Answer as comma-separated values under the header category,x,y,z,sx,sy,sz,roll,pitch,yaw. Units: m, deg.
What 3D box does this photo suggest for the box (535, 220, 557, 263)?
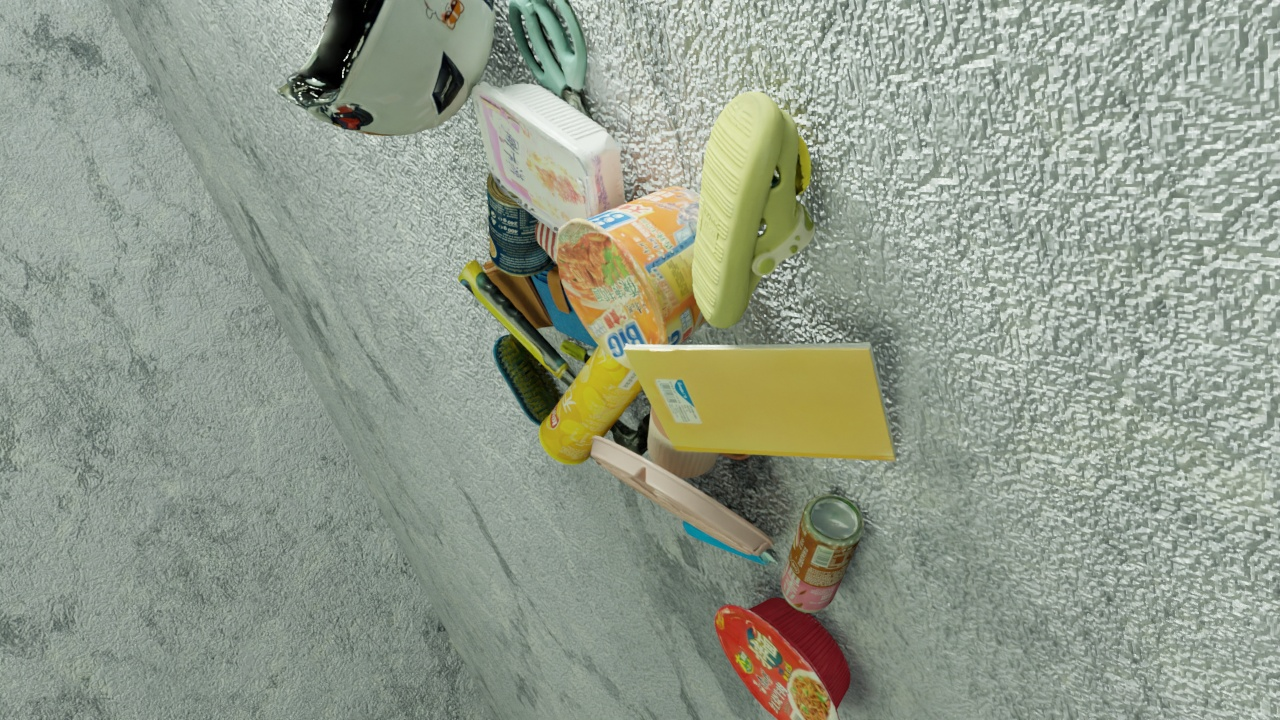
category,x,y,z,sx,sy,sz,roll,pitch,yaw
box,-0.034,-0.096,0.952,0.163,0.076,0.087,46,180,25

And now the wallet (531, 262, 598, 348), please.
category,x,y,z,sx,sy,sz,roll,pitch,yaw
wallet,-0.074,-0.063,1.075,0.133,0.040,0.106,23,142,48

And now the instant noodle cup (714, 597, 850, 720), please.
category,x,y,z,sx,sy,sz,roll,pitch,yaw
instant noodle cup,0.176,0.350,1.073,0.194,0.065,0.194,41,149,31

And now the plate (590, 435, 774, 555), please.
category,x,y,z,sx,sy,sz,roll,pitch,yaw
plate,0.040,0.152,1.007,0.229,0.028,0.229,30,171,5

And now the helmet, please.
category,x,y,z,sx,sy,sz,roll,pitch,yaw
helmet,-0.227,-0.315,0.900,0.156,0.230,0.274,22,172,-36

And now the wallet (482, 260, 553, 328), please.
category,x,y,z,sx,sy,sz,roll,pitch,yaw
wallet,-0.158,-0.088,1.193,0.132,0.031,0.108,-5,117,60

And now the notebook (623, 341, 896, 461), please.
category,x,y,z,sx,sy,sz,roll,pitch,yaw
notebook,0.102,0.036,0.775,0.207,0.010,0.146,0,138,26

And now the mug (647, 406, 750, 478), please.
category,x,y,z,sx,sy,sz,roll,pitch,yaw
mug,0.065,0.069,0.952,0.114,0.081,0.106,19,146,7

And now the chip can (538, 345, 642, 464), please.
category,x,y,z,sx,sy,sz,roll,pitch,yaw
chip can,-0.045,0.037,1.032,0.072,0.071,0.214,51,137,12

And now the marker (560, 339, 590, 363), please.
category,x,y,z,sx,sy,sz,roll,pitch,yaw
marker,-0.059,0.003,1.143,0.124,0.015,0.018,29,146,40

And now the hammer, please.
category,x,y,z,sx,sy,sz,roll,pitch,yaw
hammer,-0.111,0.003,1.144,0.323,0.031,0.126,46,138,7

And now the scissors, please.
category,x,y,z,sx,sy,sz,roll,pitch,yaw
scissors,-0.061,-0.273,0.847,0.185,0.019,0.130,55,154,1

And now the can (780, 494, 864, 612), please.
category,x,y,z,sx,sy,sz,roll,pitch,yaw
can,0.177,0.193,0.907,0.058,0.057,0.147,42,150,27

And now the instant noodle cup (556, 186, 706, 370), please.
category,x,y,z,sx,sy,sz,roll,pitch,yaw
instant noodle cup,0.012,-0.080,0.826,0.151,0.111,0.152,40,149,30

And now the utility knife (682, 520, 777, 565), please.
category,x,y,z,sx,sy,sz,roll,pitch,yaw
utility knife,0.105,0.216,1.098,0.160,0.018,0.034,12,141,53

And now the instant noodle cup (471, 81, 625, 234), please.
category,x,y,z,sx,sy,sz,roll,pitch,yaw
instant noodle cup,-0.081,-0.193,0.890,0.173,0.060,0.138,41,156,29

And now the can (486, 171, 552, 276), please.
category,x,y,z,sx,sy,sz,roll,pitch,yaw
can,-0.133,-0.158,1.025,0.075,0.075,0.111,44,150,24

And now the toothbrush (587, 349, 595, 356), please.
category,x,y,z,sx,sy,sz,roll,pitch,yaw
toothbrush,-0.006,0.006,1.059,0.192,0.016,0.018,20,126,50

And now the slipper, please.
category,x,y,z,sx,sy,sz,roll,pitch,yaw
slipper,0.089,-0.112,0.708,0.091,0.081,0.191,-116,28,-49

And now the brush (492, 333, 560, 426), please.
category,x,y,z,sx,sy,sz,roll,pitch,yaw
brush,-0.163,0.029,1.300,0.144,0.055,0.074,60,153,-6
